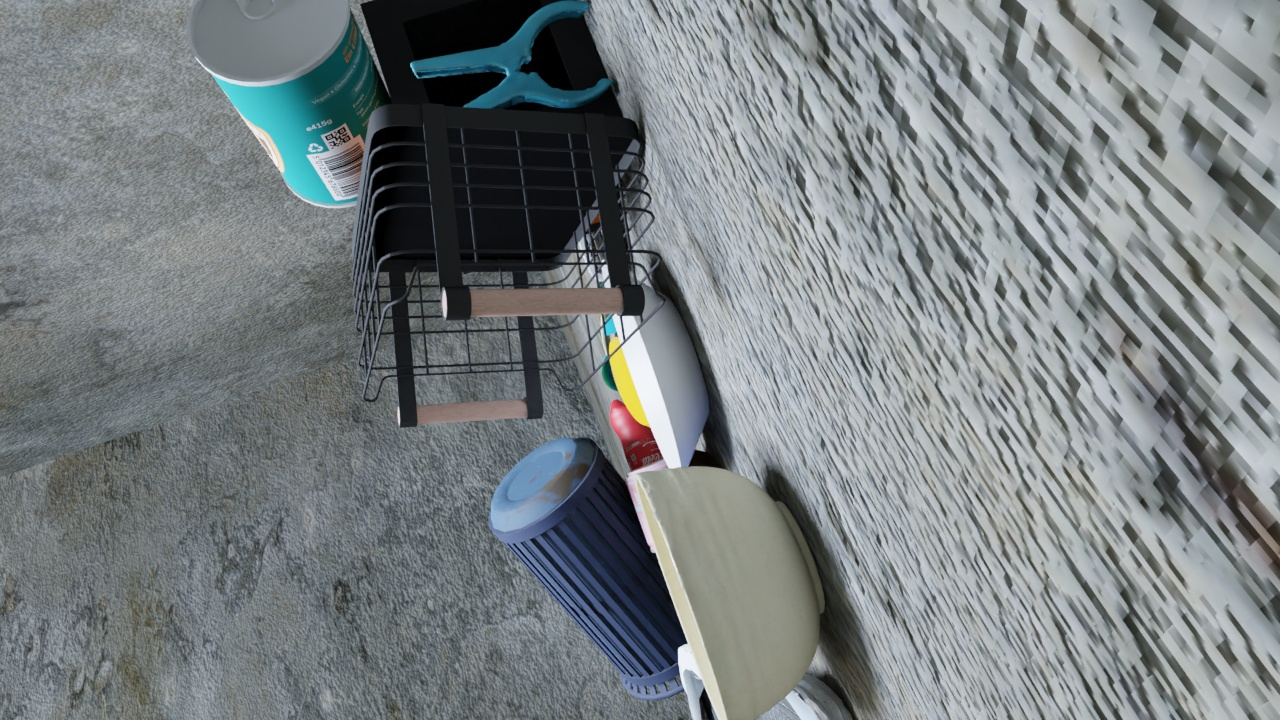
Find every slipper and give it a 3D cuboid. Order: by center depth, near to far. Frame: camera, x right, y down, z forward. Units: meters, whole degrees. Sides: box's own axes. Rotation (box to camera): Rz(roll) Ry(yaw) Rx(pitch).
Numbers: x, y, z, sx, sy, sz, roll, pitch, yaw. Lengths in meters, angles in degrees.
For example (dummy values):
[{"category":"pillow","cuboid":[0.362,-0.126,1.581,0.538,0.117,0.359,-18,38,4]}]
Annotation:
[{"category":"slipper","cuboid":[0.096,0.251,0.644,0.264,0.063,0.111,138,115,-70]}]

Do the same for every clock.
[{"category":"clock","cuboid":[-0.005,0.005,0.838,0.129,0.043,0.099,57,157,33]}]

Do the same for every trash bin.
[{"category":"trash bin","cuboid":[-0.102,-0.179,0.696,0.172,0.139,0.139,92,158,-75]},{"category":"trash bin","cuboid":[-0.031,0.200,0.907,0.249,0.139,0.139,53,-179,-21]}]

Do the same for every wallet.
[{"category":"wallet","cuboid":[-0.047,-0.127,0.820,0.115,0.037,0.118,-86,-23,-86]}]

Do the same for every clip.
[{"category":"clip","cuboid":[-0.083,-0.202,0.583,0.030,0.130,0.120,-123,32,-78]}]

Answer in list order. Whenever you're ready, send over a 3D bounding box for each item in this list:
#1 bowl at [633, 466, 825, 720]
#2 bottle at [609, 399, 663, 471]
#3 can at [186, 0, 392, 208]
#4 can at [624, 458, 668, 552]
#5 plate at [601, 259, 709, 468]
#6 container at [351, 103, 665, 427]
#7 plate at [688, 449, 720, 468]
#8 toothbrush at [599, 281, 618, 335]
[{"category":"bowl","cuboid":[0.056,0.123,0.516,0.151,0.075,0.150,159,91,-85]},{"category":"bottle","cuboid":[0.009,0.101,0.926,0.042,0.042,0.141,84,163,-68]},{"category":"can","cuboid":[-0.226,-0.185,0.628,0.144,0.099,0.099,85,165,-69]},{"category":"can","cuboid":[0.028,0.129,0.845,0.067,0.067,0.076,127,123,-83]},{"category":"plate","cuboid":[0.017,0.003,0.681,0.174,0.036,0.174,160,91,-84]},{"category":"container","cuboid":[-0.096,-0.050,0.599,0.242,0.162,0.130,138,127,-63]},{"category":"plate","cuboid":[0.060,0.126,0.735,0.131,0.025,0.131,160,91,-84]},{"category":"toothbrush","cuboid":[-0.029,-0.025,1.132,0.016,0.017,0.190,-115,8,-45]}]
